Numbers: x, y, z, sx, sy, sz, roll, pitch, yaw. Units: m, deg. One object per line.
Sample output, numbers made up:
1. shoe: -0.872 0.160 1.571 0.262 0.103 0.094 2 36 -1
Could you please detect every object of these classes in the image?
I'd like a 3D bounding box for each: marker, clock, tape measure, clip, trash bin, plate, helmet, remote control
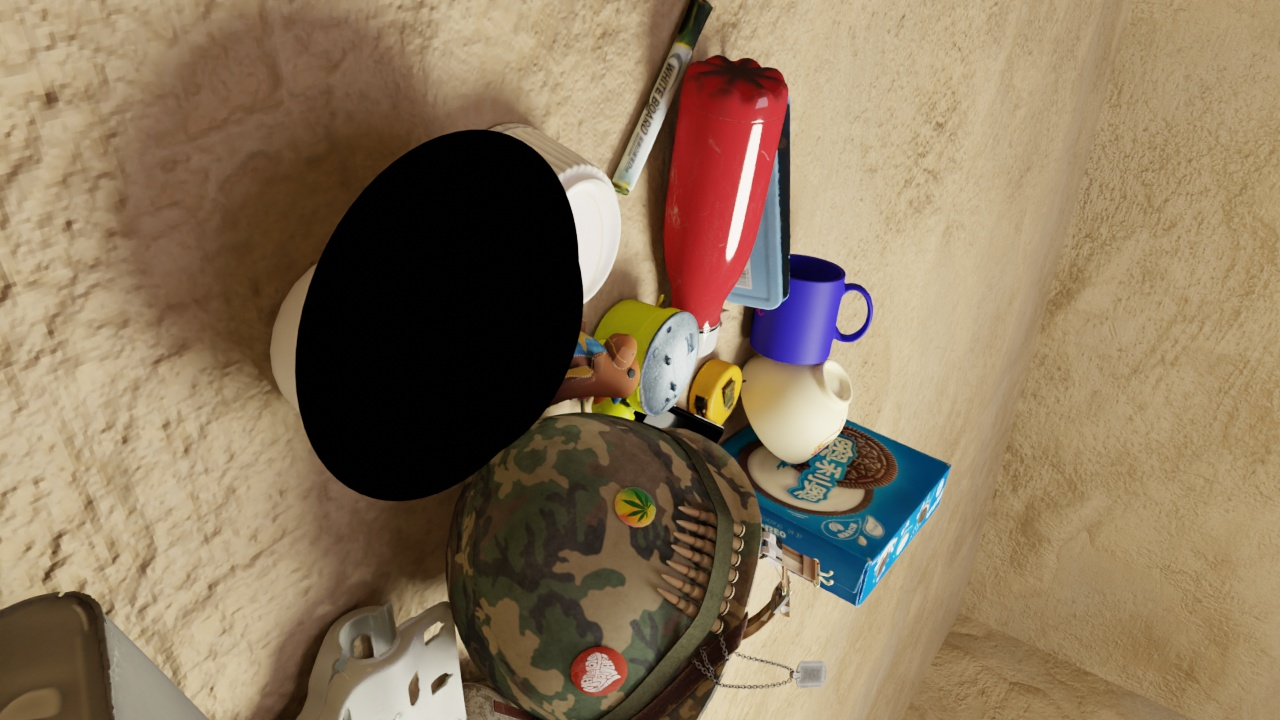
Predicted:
1. marker: 0.015 -0.183 0.635 0.017 0.017 0.146 29 83 -61
2. clock: -0.004 0.004 0.684 0.118 0.057 0.083 -47 145 -34
3. tape measure: 0.072 0.029 0.857 0.068 0.030 0.059 -49 147 -32
4. clip: -0.177 0.218 0.554 0.150 0.089 0.126 -27 130 -36
5. trash bin: -0.215 0.228 0.331 0.197 0.197 0.220 -26 127 -21
6. clip: 0.063 -0.038 0.805 0.049 0.026 0.061 -59 151 -19
7. plate: -0.073 -0.013 0.436 0.183 0.036 0.185 -37 138 -43
8. helmet: -0.006 0.145 0.578 0.236 0.193 0.224 15 53 -37
9. remote control: 0.035 0.057 0.802 0.124 0.012 0.028 26 98 -49

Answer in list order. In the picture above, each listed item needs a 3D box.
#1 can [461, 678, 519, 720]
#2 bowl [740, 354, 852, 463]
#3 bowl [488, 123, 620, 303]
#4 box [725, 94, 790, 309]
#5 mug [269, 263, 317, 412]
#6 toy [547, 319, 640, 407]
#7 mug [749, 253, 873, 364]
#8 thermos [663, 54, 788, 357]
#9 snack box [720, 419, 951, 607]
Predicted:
1. can: -0.101 0.275 0.666 0.074 0.090 0.090 18 93 -61
2. bowl: 0.166 0.034 0.908 0.118 0.074 0.117 25 50 -35
3. bowl: -0.058 -0.075 0.536 0.115 0.062 0.115 -37 138 -43
4. box: 0.096 -0.136 0.752 0.052 0.067 0.210 -55 149 -37
5. mug: -0.123 -0.014 0.462 0.115 0.068 0.094 -58 149 -18
6. toy: -0.049 0.021 0.614 0.090 0.070 0.103 9 124 -36
7. mug: 0.166 -0.048 0.881 0.079 0.111 0.084 -66 164 -64
8. thermos: 0.053 -0.103 0.693 0.073 0.073 0.240 -38 147 -43
9. snack box: 0.184 0.131 0.939 0.238 0.196 0.056 -26 133 -51
